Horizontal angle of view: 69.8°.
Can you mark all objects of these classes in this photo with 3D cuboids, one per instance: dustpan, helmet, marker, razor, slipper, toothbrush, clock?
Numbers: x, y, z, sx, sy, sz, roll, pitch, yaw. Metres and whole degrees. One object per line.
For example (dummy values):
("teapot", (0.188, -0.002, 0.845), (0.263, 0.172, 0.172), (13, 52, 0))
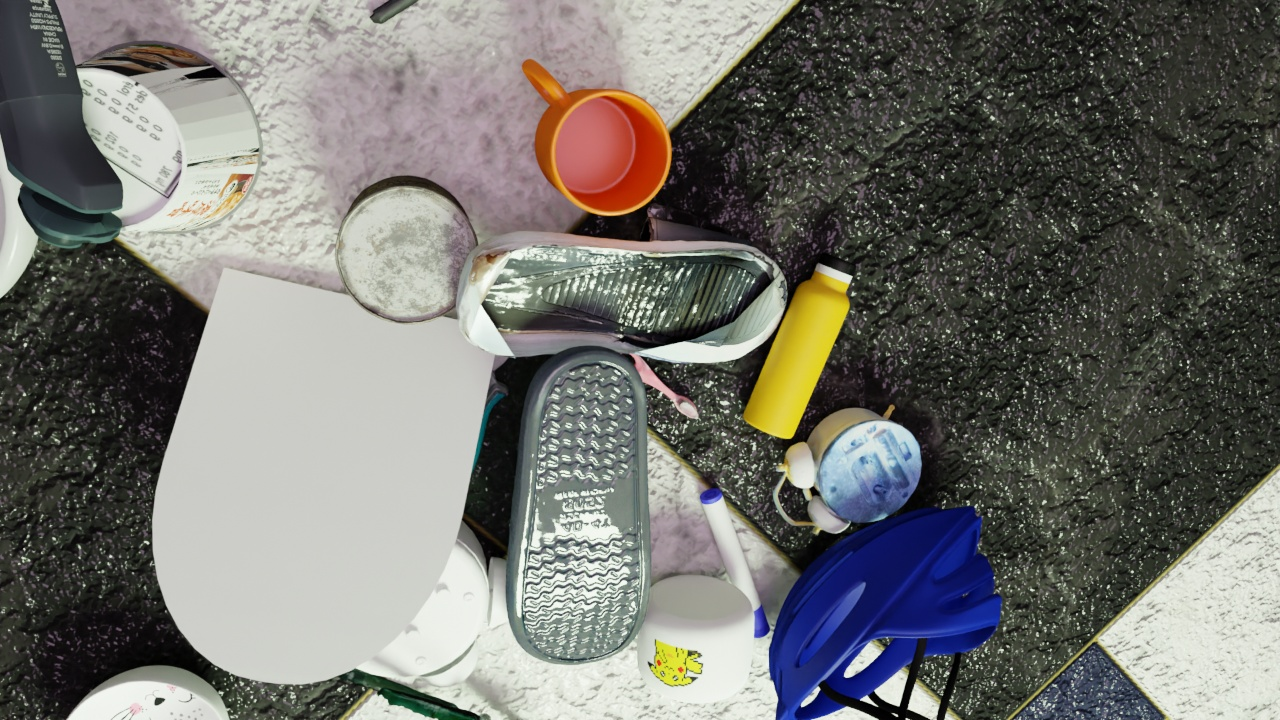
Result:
("dustpan", (-0.218, 0.085, 0.629), (0.191, 0.053, 0.257), (13, 71, -12))
("helmet", (0.214, 0.245, 0.723), (0.242, 0.227, 0.147), (-42, 144, 10))
("marker", (0.080, 0.172, 0.775), (0.020, 0.020, 0.141), (-22, 109, -5))
("razor", (-0.298, -0.129, 0.460), (0.052, 0.047, 0.143), (-1, 105, 13))
("slipper", (-0.006, -0.054, 0.655), (0.263, 0.063, 0.111), (-3, 130, -31))
("toothbrush", (-0.004, 0.004, 0.708), (0.135, 0.016, 0.021), (39, 93, -20))
("clock", (-0.176, 0.177, 0.692), (0.161, 0.073, 0.125), (35, 97, -19))
("marker", (-0.114, -0.265, 0.606), (0.152, 0.011, 0.011), (-33, 110, -1))
("slipper", (-0.054, 0.107, 0.686), (0.110, 0.083, 0.268), (-6, 114, -21))
("clock", (0.167, 0.091, 0.752), (0.125, 0.052, 0.089), (-31, 111, -2))

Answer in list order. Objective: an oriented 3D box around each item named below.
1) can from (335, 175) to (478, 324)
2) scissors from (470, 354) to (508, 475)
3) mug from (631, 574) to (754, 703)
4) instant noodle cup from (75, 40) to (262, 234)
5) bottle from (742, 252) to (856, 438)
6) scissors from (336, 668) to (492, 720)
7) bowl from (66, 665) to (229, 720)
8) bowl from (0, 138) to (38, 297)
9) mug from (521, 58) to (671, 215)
("can", (-0.156, -0.077, 0.620), (0.089, 0.074, 0.090), (-4, 108, -13))
("scissors", (-0.135, 0.041, 0.689), (0.126, 0.019, 0.155), (-16, 107, -9))
("mug", (0.034, 0.220, 0.747), (0.116, 0.094, 0.068), (9, 106, 24))
("instant noodle cup", (-0.301, -0.128, 0.546), (0.123, 0.121, 0.124), (-3, 107, -11))
("bottle", (0.127, -0.012, 0.717), (0.043, 0.043, 0.144), (18, 102, -17))
("scissors", (-0.161, 0.280, 0.740), (0.209, 0.137, 0.015), (43, 58, -46))
("bowl", (-0.366, 0.276, 0.692), (0.114, 0.050, 0.115), (-3, 107, -11))
("bowl", (-0.434, -0.110, 0.545), (0.176, 0.066, 0.177), (1, 109, 2))
("mug", (-0.039, -0.154, 0.610), (0.077, 0.096, 0.112), (-43, 110, 3))
